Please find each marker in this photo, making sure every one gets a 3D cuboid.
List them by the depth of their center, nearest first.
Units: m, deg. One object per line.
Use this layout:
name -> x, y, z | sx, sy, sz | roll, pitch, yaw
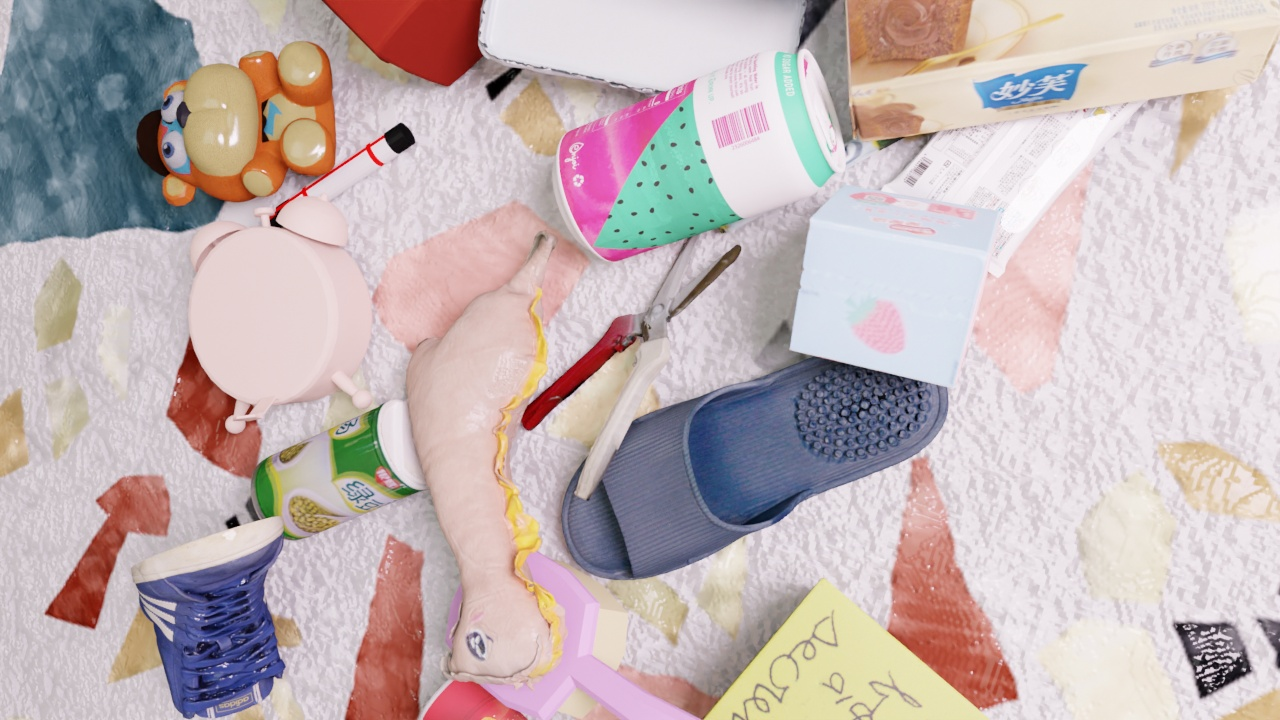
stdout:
marker -> 0.113, -0.120, 0.581 | 0.147, 0.017, 0.017 | -27, 79, 16
marker -> -0.235, -0.135, 0.700 | 0.146, 0.019, 0.019 | -28, 79, 16

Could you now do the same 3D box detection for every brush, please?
brush -> -0.033, 0.183, 0.555 | 0.229, 0.043, 0.089 | 18, 82, 44

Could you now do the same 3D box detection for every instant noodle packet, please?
instant noodle packet -> 0.219, -0.128, 0.539 | 0.087, 0.026, 0.134 | 41, 100, 16

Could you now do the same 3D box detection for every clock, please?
clock -> -0.272, -0.035, 0.675 | 0.131, 0.086, 0.160 | -10, 82, 18

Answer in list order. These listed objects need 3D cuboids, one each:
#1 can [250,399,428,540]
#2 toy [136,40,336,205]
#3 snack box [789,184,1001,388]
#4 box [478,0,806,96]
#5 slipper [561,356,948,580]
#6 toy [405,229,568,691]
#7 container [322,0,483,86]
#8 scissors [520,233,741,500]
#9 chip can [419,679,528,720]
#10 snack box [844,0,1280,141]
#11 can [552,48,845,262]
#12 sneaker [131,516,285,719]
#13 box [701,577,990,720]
can -> -0.209, 0.079, 0.656 | 0.121, 0.067, 0.067 | -23, 80, 17
toy -> -0.301, -0.172, 0.693 | 0.176, 0.096, 0.112 | -10, 81, 29
snack box -> 0.143, -0.045, 0.515 | 0.093, 0.094, 0.080 | 14, 116, 19
box -> 0.010, -0.228, 0.540 | 0.211, 0.105, 0.130 | 8, 96, -4
slipper -> 0.056, 0.058, 0.559 | 0.264, 0.082, 0.101 | -26, 77, 16
toy -> -0.085, 0.062, 0.579 | 0.196, 0.065, 0.264 | -44, 50, 24
container -> -0.188, -0.297, 0.625 | 0.127, 0.148, 0.201 | -40, 85, 14
scissors -> -0.012, 0.004, 0.597 | 0.197, 0.015, 0.179 | -25, 46, 34
chip can -> -0.054, 0.292, 0.601 | 0.215, 0.051, 0.052 | 39, 100, 17
snack box -> 0.219, -0.215, 0.511 | 0.208, 0.055, 0.153 | -4, 72, 19
can -> 0.033, -0.123, 0.562 | 0.166, 0.088, 0.088 | -15, 82, 25
sneaker -> -0.289, 0.187, 0.630 | 0.234, 0.091, 0.118 | -25, 82, 50
box -> 0.079, 0.244, 0.519 | 0.124, 0.083, 0.221 | 42, 89, 16
